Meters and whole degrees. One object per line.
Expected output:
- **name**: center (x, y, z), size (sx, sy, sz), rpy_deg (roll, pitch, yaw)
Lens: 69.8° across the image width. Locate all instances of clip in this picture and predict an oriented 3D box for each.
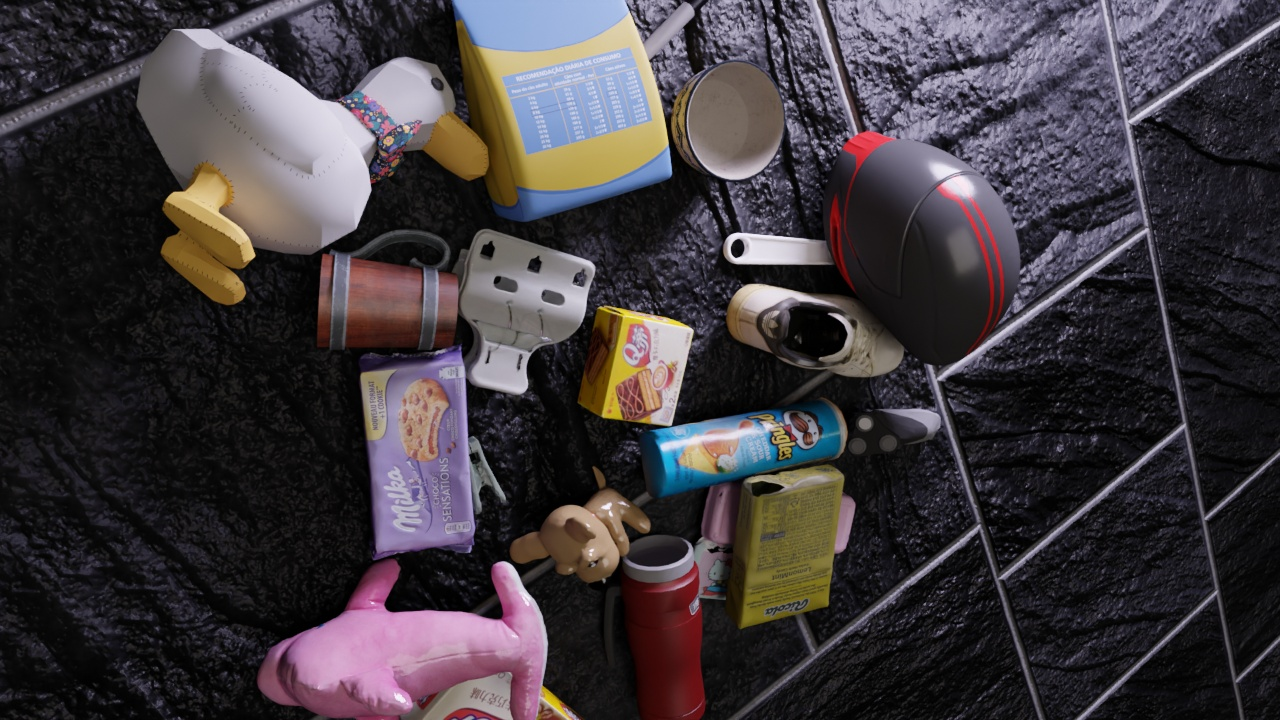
- **clip**: center (-0.158, 0.111, 0.899), size (0.035, 0.023, 0.074), rpy_deg (-22, 109, -19)
- **clip**: center (-0.124, -0.044, 0.871), size (0.125, 0.091, 0.151), rpy_deg (15, 109, -27)

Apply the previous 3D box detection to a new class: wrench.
- **wrench**: center (0.213, -0.122, 1.036), size (0.272, 0.018, 0.066), rpy_deg (-1, 101, -25)

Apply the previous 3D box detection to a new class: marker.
- **marker**: center (0.030, -0.330, 0.899), size (0.022, 0.016, 0.138), rpy_deg (43, 81, 4)

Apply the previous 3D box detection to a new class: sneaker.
- **sneaker**: center (0.216, -0.029, 1.008), size (0.241, 0.102, 0.089), rpy_deg (11, 96, -29)

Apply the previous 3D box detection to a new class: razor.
- **razor**: center (0.312, 0.083, 1.113), size (0.155, 0.060, 0.057), rpy_deg (-7, 117, -45)

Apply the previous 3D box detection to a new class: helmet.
- **helmet**: center (0.311, -0.117, 0.977), size (0.164, 0.170, 0.265), rpy_deg (-29, 112, -17)

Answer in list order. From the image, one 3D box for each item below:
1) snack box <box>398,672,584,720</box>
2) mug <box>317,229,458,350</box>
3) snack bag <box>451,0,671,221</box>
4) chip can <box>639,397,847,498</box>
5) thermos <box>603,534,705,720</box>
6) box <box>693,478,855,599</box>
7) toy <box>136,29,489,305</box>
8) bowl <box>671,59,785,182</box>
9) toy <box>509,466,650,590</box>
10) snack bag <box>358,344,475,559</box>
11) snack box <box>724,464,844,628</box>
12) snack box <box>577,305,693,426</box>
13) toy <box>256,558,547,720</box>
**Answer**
- **snack box**: center (-0.134, 0.389, 0.950), size (0.110, 0.062, 0.230), rpy_deg (-46, 117, -10)
- **mug**: center (-0.219, -0.064, 0.798), size (0.111, 0.082, 0.117), rpy_deg (4, 63, -18)
- **snack bag**: center (-0.073, -0.243, 0.812), size (0.158, 0.102, 0.205), rpy_deg (-21, 112, -23)
- **chip can**: center (0.110, 0.093, 0.997), size (0.229, 0.080, 0.080), rpy_deg (-8, 105, -24)
- **thermos**: center (0.014, 0.295, 0.999), size (0.108, 0.083, 0.199), rpy_deg (-3, 108, 8)
- **box**: center (0.152, 0.215, 1.066), size (0.201, 0.045, 0.154), rpy_deg (10, 97, -27)
- **toy**: center (-0.266, -0.172, 0.722), size (0.246, 0.141, 0.266), rpy_deg (37, 58, -11)
- **bowl**: center (0.081, -0.238, 0.918), size (0.115, 0.059, 0.115), rpy_deg (-6, 104, -26)
- **toy**: center (-0.051, 0.174, 0.932), size (0.108, 0.134, 0.106), rpy_deg (-32, 92, -46)
- **snack bag**: center (-0.207, 0.087, 0.849), size (0.096, 0.058, 0.205), rpy_deg (-5, 107, -21)
- **snack box**: center (0.159, 0.202, 1.015), size (0.121, 0.045, 0.181), rpy_deg (-8, 115, -23)
- **snack box**: center (-0.006, 0.005, 0.928), size (0.083, 0.061, 0.106), rpy_deg (9, 97, -28)
- **toy**: center (-0.216, 0.276, 0.823), size (0.265, 0.128, 0.186), rpy_deg (-7, 85, -6)
